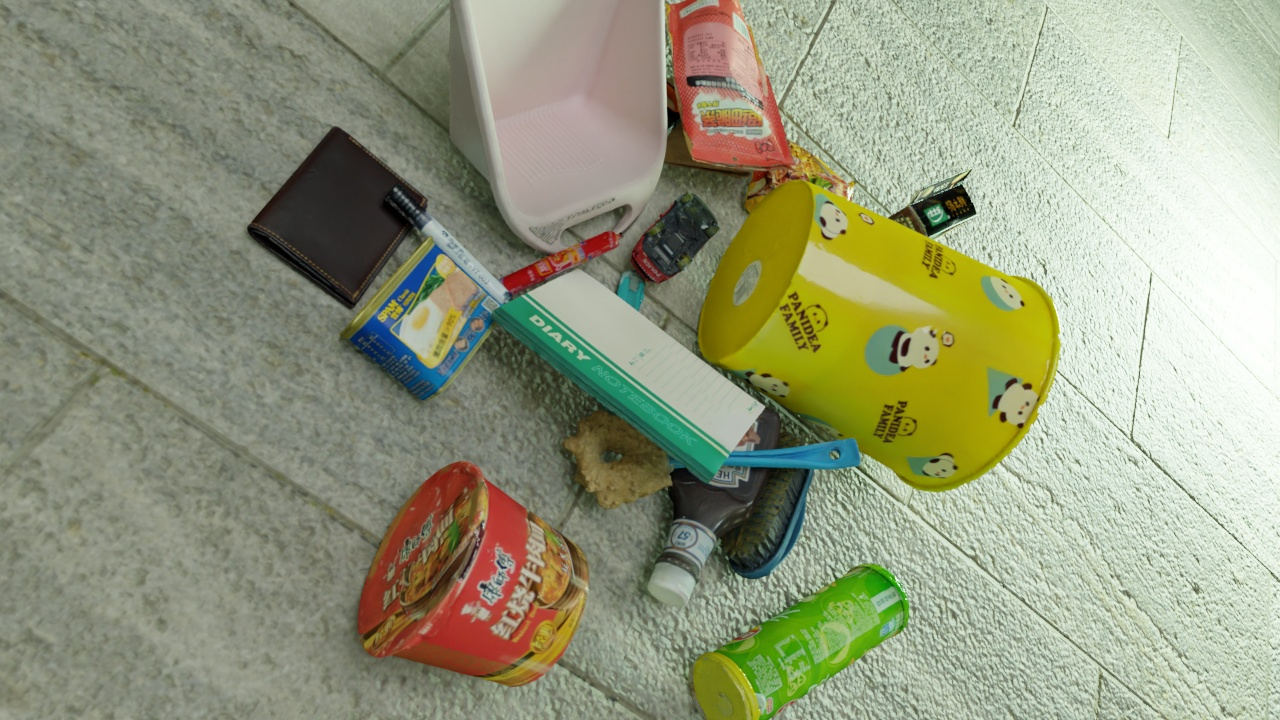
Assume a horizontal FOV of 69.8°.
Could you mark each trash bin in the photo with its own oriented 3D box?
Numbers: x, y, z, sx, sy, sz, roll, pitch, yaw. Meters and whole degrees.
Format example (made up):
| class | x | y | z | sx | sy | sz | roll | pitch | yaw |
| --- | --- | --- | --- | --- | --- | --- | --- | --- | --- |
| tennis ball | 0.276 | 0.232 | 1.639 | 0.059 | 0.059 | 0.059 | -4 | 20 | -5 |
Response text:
| class | x | y | z | sx | sy | sz | roll | pitch | yaw |
| --- | --- | --- | --- | --- | --- | --- | --- | --- | --- |
| trash bin | 0.209 | -0.029 | 0.859 | 0.255 | 0.230 | 0.229 | 25 | 60 | -18 |

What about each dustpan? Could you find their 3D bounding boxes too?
| class | x | y | z | sx | sy | sz | roll | pitch | yaw |
| --- | --- | --- | --- | --- | --- | --- | --- | --- | --- |
| dustpan | -0.046 | -0.231 | 0.772 | 0.221 | 0.274 | 0.139 | -30 | 65 | -35 |

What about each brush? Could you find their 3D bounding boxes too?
| class | x | y | z | sx | sy | sz | roll | pitch | yaw |
| --- | --- | --- | --- | --- | --- | --- | --- | --- | --- |
| brush | 0.061 | 0.081 | 0.770 | 0.254 | 0.046 | 0.083 | 0 | 60 | -10 |
| brush | 0.122 | 0.137 | 0.836 | 0.073 | 0.055 | 0.143 | 55 | 48 | -34 |

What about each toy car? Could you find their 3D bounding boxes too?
| class | x | y | z | sx | sy | sz | roll | pitch | yaw |
| --- | --- | --- | --- | --- | --- | --- | --- | --- | --- |
| toy car | 0.032 | -0.117 | 0.876 | 0.053 | 0.045 | 0.120 | 50 | 45 | -8 |

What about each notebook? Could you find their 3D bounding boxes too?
| class | x | y | z | sx | sy | sz | roll | pitch | yaw |
| --- | --- | --- | --- | --- | --- | --- | --- | --- | --- |
| notebook | -0.004 | 0.004 | 0.746 | 0.209 | 0.012 | 0.150 | 37 | 28 | 7 |

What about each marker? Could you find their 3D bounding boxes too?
| class | x | y | z | sx | sy | sz | roll | pitch | yaw |
| --- | --- | --- | --- | --- | --- | --- | --- | --- | --- |
| marker | -0.155 | -0.089 | 0.739 | 0.130 | 0.018 | 0.022 | 46 | 74 | -8 |

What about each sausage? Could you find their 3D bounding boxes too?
| class | x | y | z | sx | sy | sz | roll | pitch | yaw |
| --- | --- | --- | --- | --- | --- | --- | --- | --- | --- |
| sausage | -0.078 | -0.080 | 0.790 | 0.155 | 0.020 | 0.020 | -28 | 89 | -26 |

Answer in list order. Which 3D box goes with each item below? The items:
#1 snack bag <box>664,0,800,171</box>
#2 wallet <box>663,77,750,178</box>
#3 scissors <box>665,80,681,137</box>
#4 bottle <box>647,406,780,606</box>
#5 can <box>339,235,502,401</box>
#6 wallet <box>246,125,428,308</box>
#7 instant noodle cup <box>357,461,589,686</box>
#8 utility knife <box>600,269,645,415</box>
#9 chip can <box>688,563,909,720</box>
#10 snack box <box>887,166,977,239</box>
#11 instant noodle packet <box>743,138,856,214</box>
| class | x | y | z | sx | sy | sz | roll | pitch | yaw |
| --- | --- | --- | --- | --- | --- | --- | --- | --- | --- |
| snack bag | 0.086 | -0.280 | 0.934 | 0.128 | 0.073 | 0.207 | 5 | 61 | -26 |
| wallet | 0.061 | -0.246 | 0.963 | 0.115 | 0.020 | 0.101 | 2 | 72 | -30 |
| scissors | -0.046 | -0.312 | 0.914 | 0.124 | 0.022 | 0.235 | -30 | 84 | -39 |
| bottle | 0.059 | 0.118 | 0.791 | 0.080 | 0.044 | 0.194 | 18 | 56 | 16 |
| can | -0.165 | -0.031 | 0.706 | 0.083 | 0.057 | 0.101 | 43 | 55 | -16 |
| wallet | -0.232 | -0.114 | 0.717 | 0.096 | 0.020 | 0.122 | 40 | 54 | -21 |
| instant noodle cup | -0.111 | 0.154 | 0.632 | 0.108 | 0.138 | 0.137 | 35 | 56 | -29 |
| utility knife | -0.016 | -0.013 | 0.825 | 0.029 | 0.013 | 0.171 | 22 | 61 | -26 |
| chip can | 0.145 | 0.245 | 0.796 | 0.220 | 0.073 | 0.072 | -16 | 82 | -36 |
| snack box | 0.305 | -0.153 | 1.021 | 0.113 | 0.126 | 0.053 | -25 | 87 | -38 |
| instant noodle packet | 0.178 | -0.179 | 1.000 | 0.128 | 0.044 | 0.110 | 28 | 63 | -23 |
